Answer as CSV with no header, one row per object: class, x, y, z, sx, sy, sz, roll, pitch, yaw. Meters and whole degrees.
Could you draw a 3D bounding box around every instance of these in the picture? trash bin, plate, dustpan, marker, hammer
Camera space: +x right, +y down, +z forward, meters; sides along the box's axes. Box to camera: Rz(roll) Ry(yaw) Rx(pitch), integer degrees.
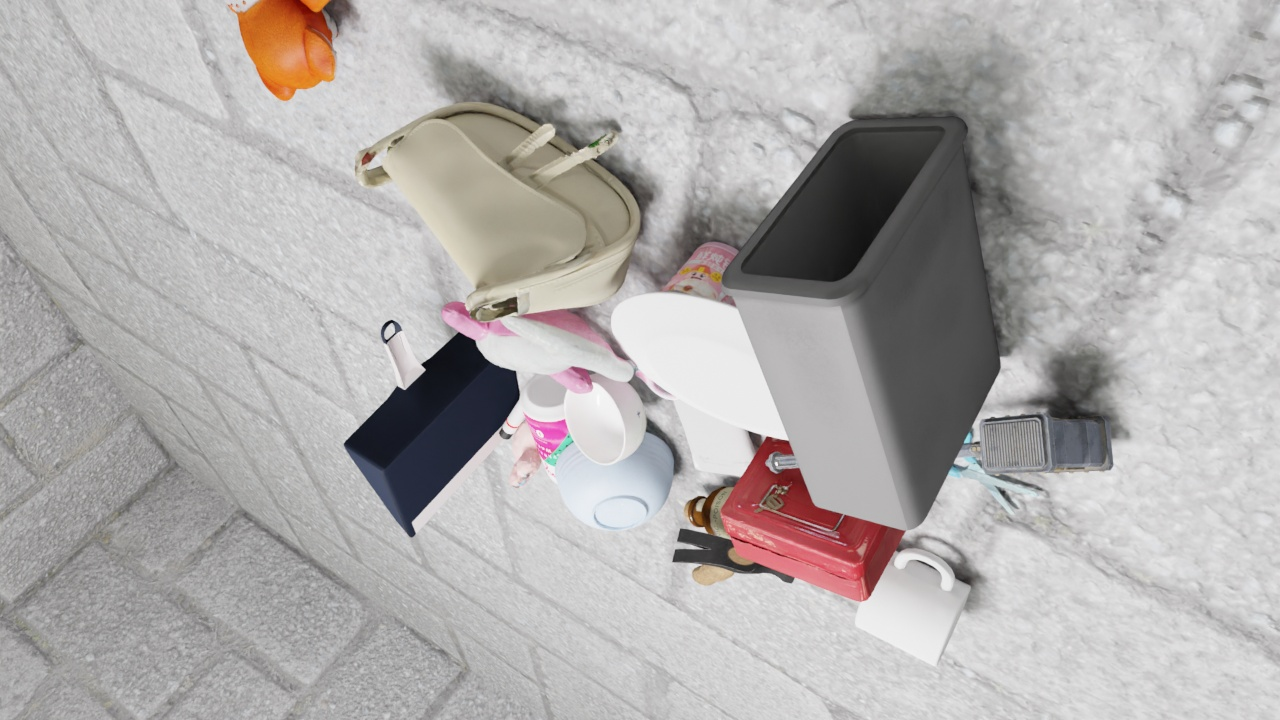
trash bin,0.168,-0.025,0.644,0.098,0.191,0.220,11,140,39
plate,0.081,0.017,0.823,0.242,0.016,0.243,23,158,9
dustpan,-0.266,0.057,1.164,0.080,0.235,0.274,29,147,20
marker,-0.153,0.057,1.219,0.019,0.019,0.146,39,129,2
hammer,0.227,0.082,0.802,0.098,0.044,0.323,4,170,-37
hammer,0.097,0.261,1.161,0.132,0.040,0.306,15,162,0

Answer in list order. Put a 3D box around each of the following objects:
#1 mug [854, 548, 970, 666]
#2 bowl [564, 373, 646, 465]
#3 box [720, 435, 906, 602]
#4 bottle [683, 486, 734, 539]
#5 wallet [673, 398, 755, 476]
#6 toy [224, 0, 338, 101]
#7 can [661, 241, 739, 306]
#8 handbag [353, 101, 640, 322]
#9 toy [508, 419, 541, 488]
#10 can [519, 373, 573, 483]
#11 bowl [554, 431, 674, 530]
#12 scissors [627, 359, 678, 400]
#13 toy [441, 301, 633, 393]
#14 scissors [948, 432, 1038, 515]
mug,0.290,0.248,0.966,0.090,0.090,0.121,23,128,26
bowl,-0.035,0.063,1.049,0.105,0.054,0.105,21,119,43
box,0.175,0.152,0.921,0.158,0.129,0.087,15,140,34
bottle,0.114,0.184,1.084,0.157,0.067,0.068,-4,129,49
wallet,0.086,0.075,1.010,0.086,0.032,0.116,11,131,37
toy,-0.352,-0.348,0.890,0.164,0.092,0.172,0,119,43
can,0.060,-0.059,0.822,0.067,0.076,0.067,27,146,20
handbag,-0.121,-0.149,0.818,0.229,0.183,0.132,48,150,20
toy,-0.149,0.122,1.254,0.053,0.104,0.109,25,145,-16
can,-0.092,0.089,1.162,0.088,0.088,0.166,20,144,29
bowl,-0.028,0.159,1.124,0.150,0.074,0.151,-4,135,-5
scissors,-0.005,0.010,1.027,0.174,0.017,0.076,-3,107,54
toy,-0.106,-0.047,0.962,0.186,0.127,0.266,26,174,-27
scissors,0.288,0.098,0.843,0.136,0.015,0.126,51,148,-8
